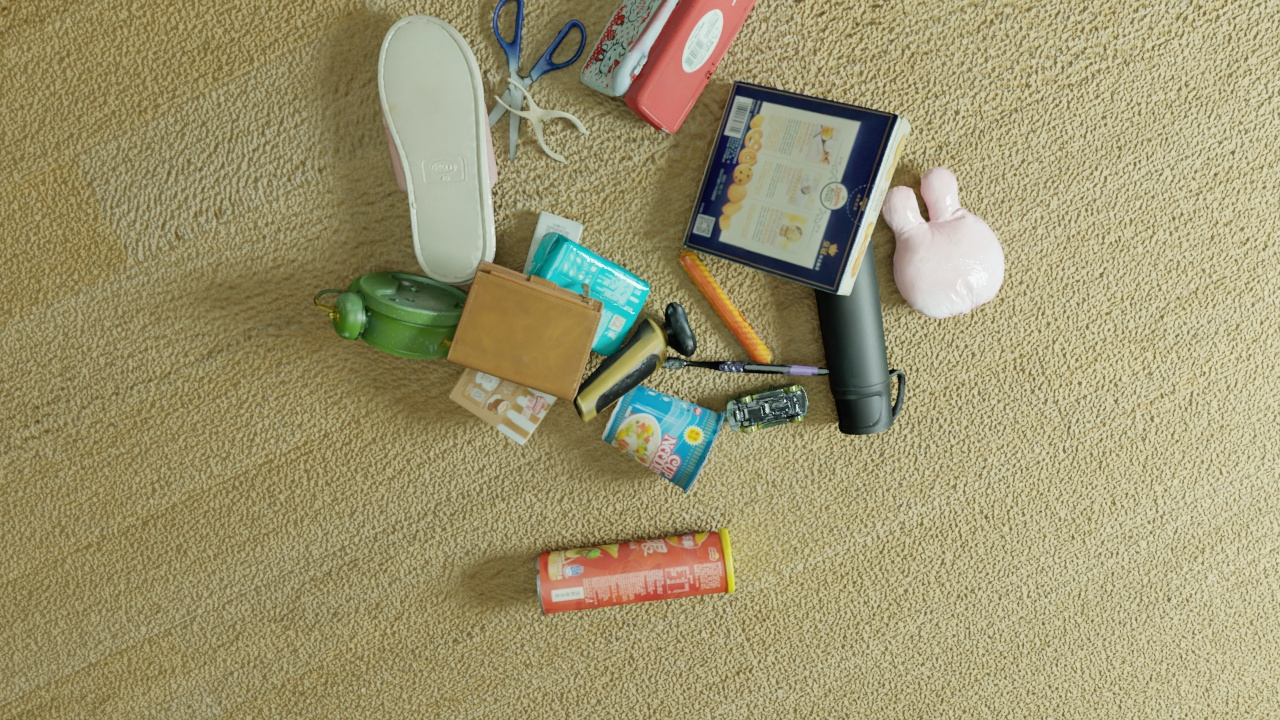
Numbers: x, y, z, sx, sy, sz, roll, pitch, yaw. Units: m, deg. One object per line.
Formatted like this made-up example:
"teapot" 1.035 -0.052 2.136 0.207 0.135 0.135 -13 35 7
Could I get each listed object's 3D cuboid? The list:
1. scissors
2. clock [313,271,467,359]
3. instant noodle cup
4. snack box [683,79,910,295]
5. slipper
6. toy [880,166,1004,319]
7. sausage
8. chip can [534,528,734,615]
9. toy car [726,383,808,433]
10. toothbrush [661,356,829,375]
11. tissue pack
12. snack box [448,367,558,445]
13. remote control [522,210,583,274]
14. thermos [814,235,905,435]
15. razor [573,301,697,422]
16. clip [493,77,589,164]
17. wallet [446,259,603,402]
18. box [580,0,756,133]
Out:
"scissors" -0.119 -0.298 0.959 0.163 0.012 0.162 -16 101 1
"clock" -0.251 -0.050 0.943 0.161 0.116 0.056 14 108 -7
"instant noodle cup" 0.021 0.076 0.988 0.110 0.099 0.099 25 97 2
"snack box" 0.153 -0.175 0.929 0.183 0.045 0.178 22 98 27
"slipper" -0.203 -0.214 0.944 0.114 0.054 0.274 -9 95 6
"toy" 0.322 -0.124 0.982 0.121 0.054 0.159 -26 100 -5
"sausage" 0.093 -0.056 1.000 0.021 0.021 0.165 -37 99 4
"chip can" -0.006 0.236 1.018 0.216 0.073 0.073 -8 99 -1
"toy car" 0.139 0.051 1.012 0.091 0.036 0.043 -11 98 0
"toothbrush" 0.109 0.007 0.997 0.189 0.016 0.014 3 98 9
"tissue pack" -0.058 -0.067 0.964 0.133 0.050 0.093 27 95 -28
"snack box" -0.130 0.015 0.964 0.094 0.076 0.093 34 113 -7
"remote control" -0.102 -0.094 0.986 0.049 0.024 0.125 16 97 -5
"thermos" 0.235 -0.046 0.992 0.089 0.068 0.242 -17 103 -27
"razor" -0.006 0.006 0.954 0.167 0.067 0.062 -40 143 -26
"clip" -0.092 -0.257 0.949 0.087 0.035 0.104 -32 105 3
"wallet" -0.108 -0.035 0.896 0.130 0.035 0.119 19 82 -9
"box" 0.034 -0.345 0.944 0.095 0.100 0.201 27 98 -47
